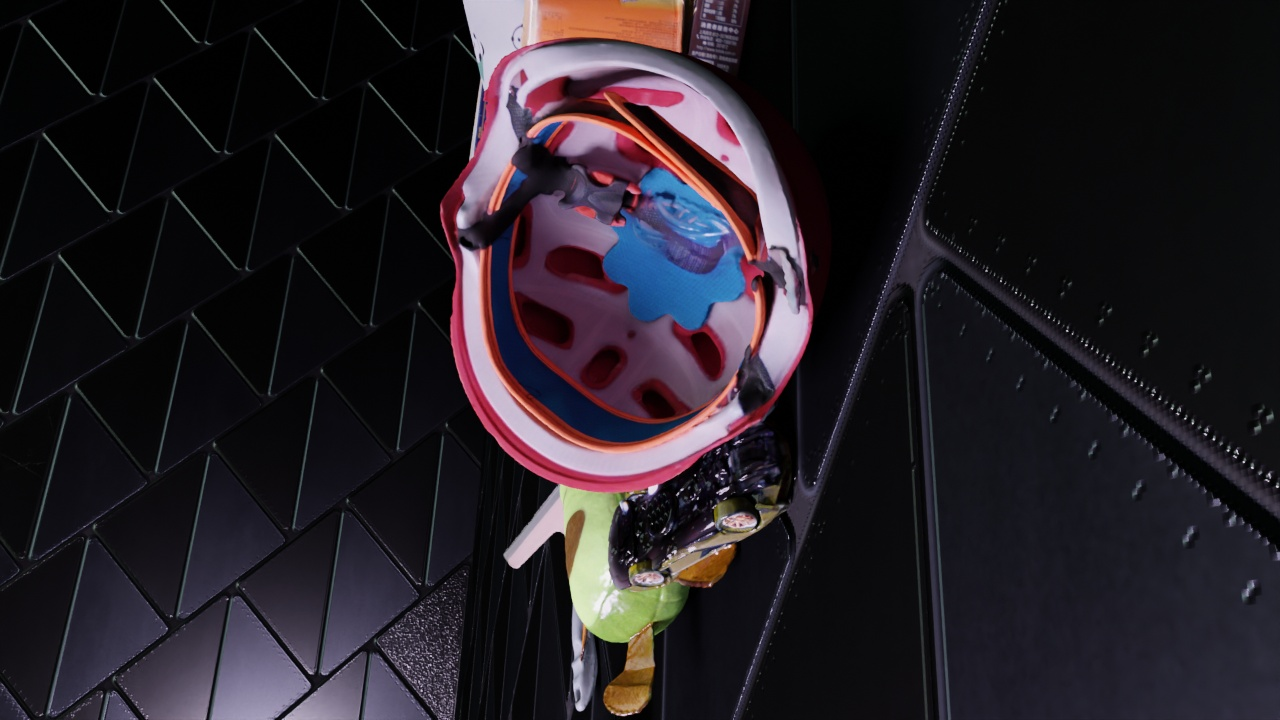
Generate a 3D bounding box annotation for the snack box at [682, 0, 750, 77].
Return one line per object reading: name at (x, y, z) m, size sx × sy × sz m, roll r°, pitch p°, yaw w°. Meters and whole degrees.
snack box at (0.044, -0.259, 0.728) m, size 0.113 × 0.053 × 0.126 m, roll -126°, pitch 45°, yaw -72°

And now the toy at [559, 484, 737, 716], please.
toy at (-0.012, 0.132, 0.684) m, size 0.246 × 0.090 × 0.227 m, roll -125°, pitch 53°, yaw -65°

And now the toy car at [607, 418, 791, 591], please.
toy car at (0.031, 0.089, 0.556) m, size 0.159 × 0.042 × 0.070 m, roll -40°, pitch 39°, yaw 39°

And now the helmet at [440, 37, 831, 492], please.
helmet at (0.005, -0.054, 0.514) m, size 0.143 × 0.207 × 0.241 m, roll -38°, pitch -23°, yaw -55°

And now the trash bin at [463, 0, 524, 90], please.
trash bin at (-0.080, -0.390, 0.884) m, size 0.229 × 0.229 × 0.252 m, roll -120°, pitch 23°, yaw -69°

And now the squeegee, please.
squeegee at (-0.067, 0.247, 0.965) m, size 0.248 × 0.040 × 0.249 m, roll -51°, pitch 36°, yaw 34°

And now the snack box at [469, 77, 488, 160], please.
snack box at (-0.096, -0.231, 1.023) m, size 0.046 × 0.182 × 0.177 m, roll 153°, pitch 124°, yaw -76°

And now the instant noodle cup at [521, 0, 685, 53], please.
instant noodle cup at (-0.036, -0.246, 0.729) m, size 0.151 × 0.111 × 0.151 m, roll -179°, pitch 91°, yaw -79°
